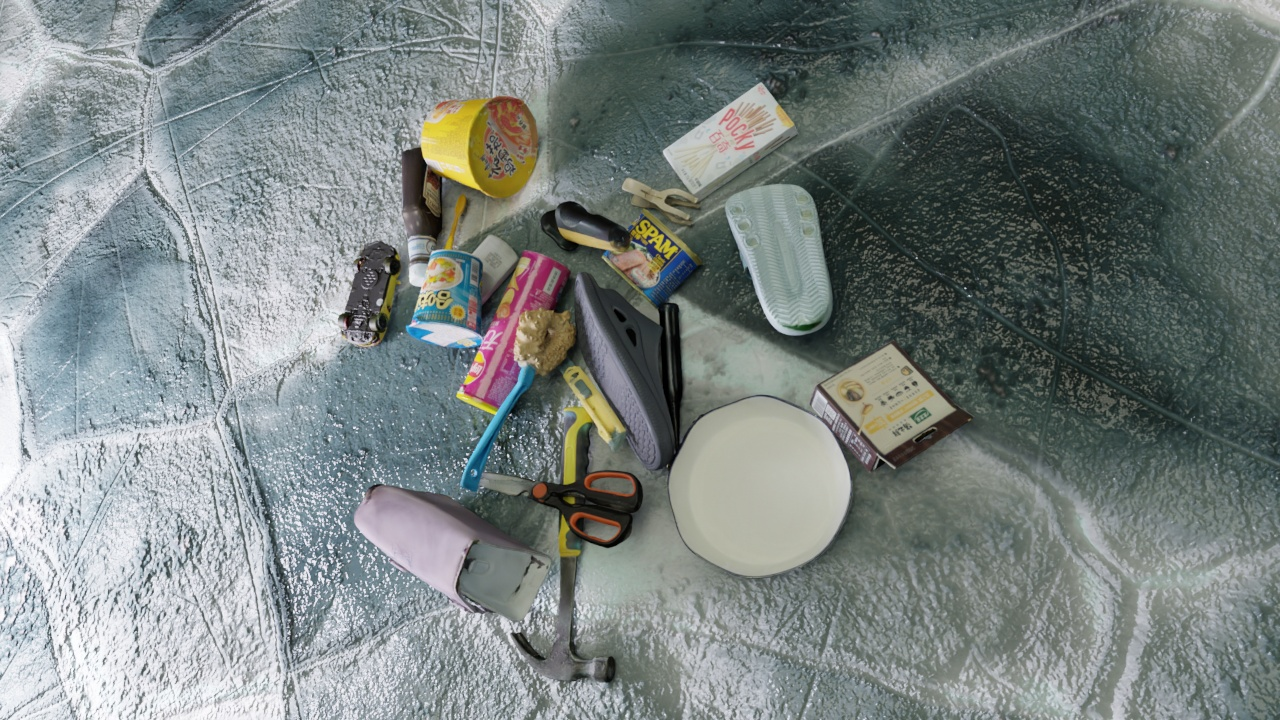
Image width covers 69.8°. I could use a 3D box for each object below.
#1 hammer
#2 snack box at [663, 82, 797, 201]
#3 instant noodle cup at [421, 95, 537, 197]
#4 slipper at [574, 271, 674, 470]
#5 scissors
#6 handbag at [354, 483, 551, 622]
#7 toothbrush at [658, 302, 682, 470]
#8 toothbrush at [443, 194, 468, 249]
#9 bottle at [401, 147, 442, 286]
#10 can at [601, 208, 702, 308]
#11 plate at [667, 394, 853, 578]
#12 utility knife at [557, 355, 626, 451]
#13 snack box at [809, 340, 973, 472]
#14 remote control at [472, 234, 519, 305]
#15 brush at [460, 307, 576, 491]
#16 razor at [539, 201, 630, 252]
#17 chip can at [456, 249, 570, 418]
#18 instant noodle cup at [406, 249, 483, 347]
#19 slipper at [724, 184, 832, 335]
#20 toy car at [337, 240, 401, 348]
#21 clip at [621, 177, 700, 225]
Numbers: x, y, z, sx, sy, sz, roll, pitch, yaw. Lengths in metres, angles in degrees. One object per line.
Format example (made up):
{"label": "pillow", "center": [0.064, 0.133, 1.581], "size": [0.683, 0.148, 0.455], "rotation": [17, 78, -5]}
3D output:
{"label": "hammer", "center": [-0.087, 0.213, 1.097], "size": [0.126, 0.032, 0.322], "rotation": [-4, 71, 18]}
{"label": "snack box", "center": [0.115, -0.283, 1.190], "size": [0.157, 0.027, 0.084], "rotation": [-34, 64, 8]}
{"label": "instant noodle cup", "center": [-0.227, -0.300, 1.271], "size": [0.110, 0.138, 0.138], "rotation": [17, 79, 33]}
{"label": "slipper", "center": [-0.007, 0.007, 1.110], "size": [0.083, 0.111, 0.268], "rotation": [-16, 62, -21]}
{"label": "scissors", "center": [-0.100, 0.149, 1.100], "size": [0.235, 0.022, 0.141], "rotation": [31, 76, 32]}
{"label": "handbag", "center": [-0.223, 0.218, 1.064], "size": [0.197, 0.145, 0.098], "rotation": [19, 76, 38]}
{"label": "toothbrush", "center": [0.038, 0.032, 1.114], "size": [0.027, 0.026, 0.212], "rotation": [2, 71, -10]}
{"label": "toothbrush", "center": [-0.272, -0.145, 1.297], "size": [0.016, 0.018, 0.191], "rotation": [8, 78, 21]}
{"label": "bottle", "center": [-0.307, -0.199, 1.291], "size": [0.044, 0.080, 0.194], "rotation": [-8, 72, 12]}
{"label": "can", "center": [0.014, -0.128, 1.160], "size": [0.083, 0.057, 0.102], "rotation": [-47, 63, 3]}
{"label": "plate", "center": [0.134, 0.142, 1.031], "size": [0.205, 0.045, 0.204], "rotation": [-7, 69, 19]}
{"label": "utility knife", "center": [-0.071, 0.039, 1.140], "size": [0.031, 0.022, 0.210], "rotation": [-31, 44, -9]}
{"label": "snack box", "center": [0.267, 0.054, 0.984], "size": [0.113, 0.053, 0.125], "rotation": [-28, 62, -17]}
{"label": "remote control", "center": [-0.231, -0.102, 1.259], "size": [0.058, 0.021, 0.150], "rotation": [42, 89, 14]}
{"label": "brush", "center": [-0.157, 0.043, 1.135], "size": [0.046, 0.083, 0.254], "rotation": [19, 78, 44]}
{"label": "razor", "center": [-0.067, -0.164, 1.175], "size": [0.167, 0.062, 0.068], "rotation": [26, 127, 52]}
{"label": "chip can", "center": [-0.162, -0.035, 1.187], "size": [0.071, 0.071, 0.210], "rotation": [18, 79, 25]}
{"label": "instant noodle cup", "center": [-0.248, -0.083, 1.203], "size": [0.099, 0.099, 0.109], "rotation": [0, 72, 20]}
{"label": "slipper", "center": [0.170, -0.120, 1.086], "size": [0.104, 0.074, 0.245], "rotation": [-15, 51, 7]}
{"label": "toy car", "center": [-0.380, -0.094, 1.304], "size": [0.071, 0.041, 0.155], "rotation": [3, 75, 21]}
{"label": "clip", "center": [0.027, -0.208, 1.189], "size": [0.100, 0.071, 0.034], "rotation": [23, 82, 22]}
